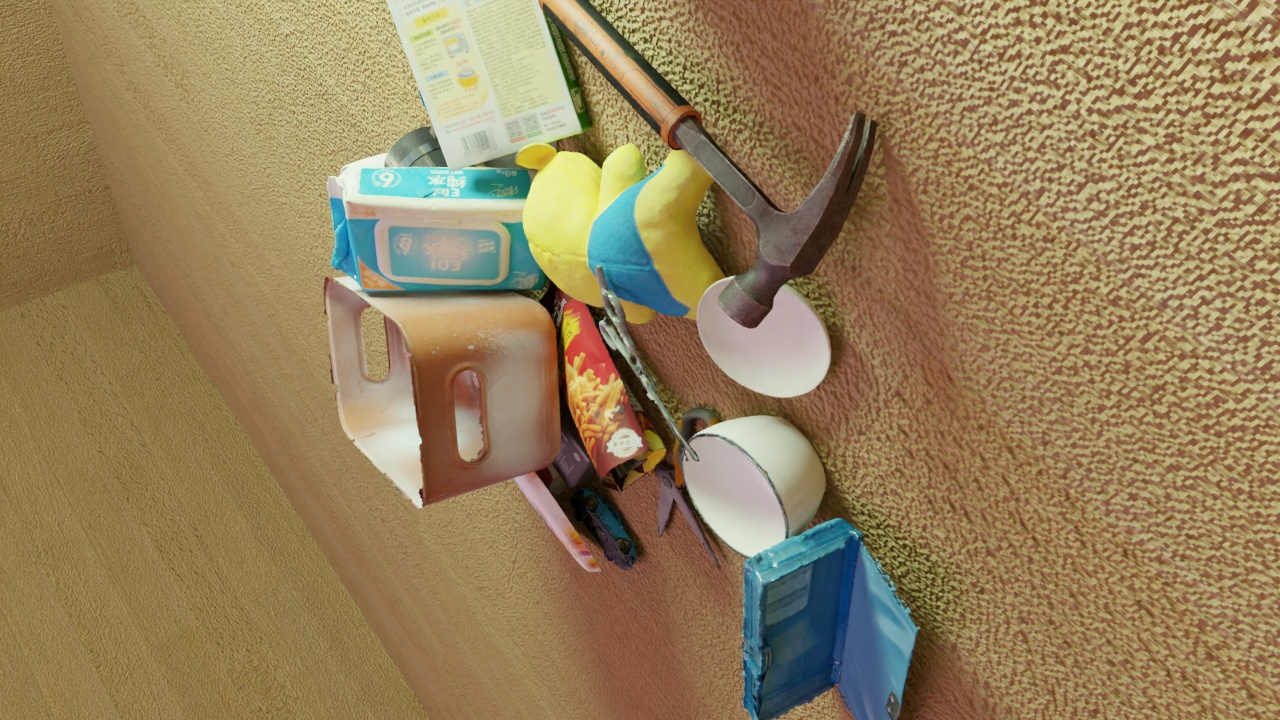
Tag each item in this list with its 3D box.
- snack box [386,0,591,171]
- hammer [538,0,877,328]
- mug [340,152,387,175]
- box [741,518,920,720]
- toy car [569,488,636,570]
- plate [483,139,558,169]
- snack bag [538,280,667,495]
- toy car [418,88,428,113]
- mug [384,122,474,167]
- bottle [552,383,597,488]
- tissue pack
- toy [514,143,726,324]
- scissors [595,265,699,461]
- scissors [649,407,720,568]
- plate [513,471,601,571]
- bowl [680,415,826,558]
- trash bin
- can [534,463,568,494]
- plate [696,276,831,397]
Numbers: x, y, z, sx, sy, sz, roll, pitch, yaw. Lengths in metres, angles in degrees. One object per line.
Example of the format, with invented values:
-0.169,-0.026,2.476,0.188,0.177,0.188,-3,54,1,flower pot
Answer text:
-0.126,-0.252,0.747,0.132,0.027,0.168,-10,110,25,snack box
0.024,-0.177,0.612,0.138,0.035,0.314,-51,58,24,hammer
-0.277,-0.183,1.026,0.081,0.087,0.114,56,149,8,mug
0.142,0.241,0.711,0.112,0.094,0.232,-123,20,-43,box
-0.038,0.188,1.033,0.105,0.032,0.048,53,149,2,toy car
-0.135,-0.241,0.842,0.178,0.012,0.179,36,141,35,plate
-0.046,0.016,0.878,0.207,0.066,0.139,66,153,21,snack bag
-0.173,-0.255,0.829,0.056,0.043,0.120,61,150,0,toy car
-0.191,-0.183,0.918,0.107,0.079,0.116,53,131,16,mug
-0.098,0.045,0.989,0.174,0.046,0.084,53,149,12,bottle
-0.182,-0.119,0.843,0.117,0.209,0.066,100,167,-48,tissue pack
-0.025,-0.101,0.728,0.214,0.083,0.149,18,128,45,toy
0.002,0.006,0.700,0.141,0.014,0.147,51,163,34,scissors
0.027,0.096,0.876,0.225,0.016,0.230,57,149,7,scissors
-0.121,0.160,1.077,0.187,0.016,0.187,37,159,52,plate
0.094,0.094,0.727,0.116,0.065,0.116,36,141,36,bowl
-0.200,0.012,0.921,0.260,0.157,0.182,25,122,53,trash bin
-0.109,0.101,1.045,0.096,0.053,0.054,49,148,19,can
0.092,-0.022,0.660,0.104,0.026,0.104,22,138,22,plate
